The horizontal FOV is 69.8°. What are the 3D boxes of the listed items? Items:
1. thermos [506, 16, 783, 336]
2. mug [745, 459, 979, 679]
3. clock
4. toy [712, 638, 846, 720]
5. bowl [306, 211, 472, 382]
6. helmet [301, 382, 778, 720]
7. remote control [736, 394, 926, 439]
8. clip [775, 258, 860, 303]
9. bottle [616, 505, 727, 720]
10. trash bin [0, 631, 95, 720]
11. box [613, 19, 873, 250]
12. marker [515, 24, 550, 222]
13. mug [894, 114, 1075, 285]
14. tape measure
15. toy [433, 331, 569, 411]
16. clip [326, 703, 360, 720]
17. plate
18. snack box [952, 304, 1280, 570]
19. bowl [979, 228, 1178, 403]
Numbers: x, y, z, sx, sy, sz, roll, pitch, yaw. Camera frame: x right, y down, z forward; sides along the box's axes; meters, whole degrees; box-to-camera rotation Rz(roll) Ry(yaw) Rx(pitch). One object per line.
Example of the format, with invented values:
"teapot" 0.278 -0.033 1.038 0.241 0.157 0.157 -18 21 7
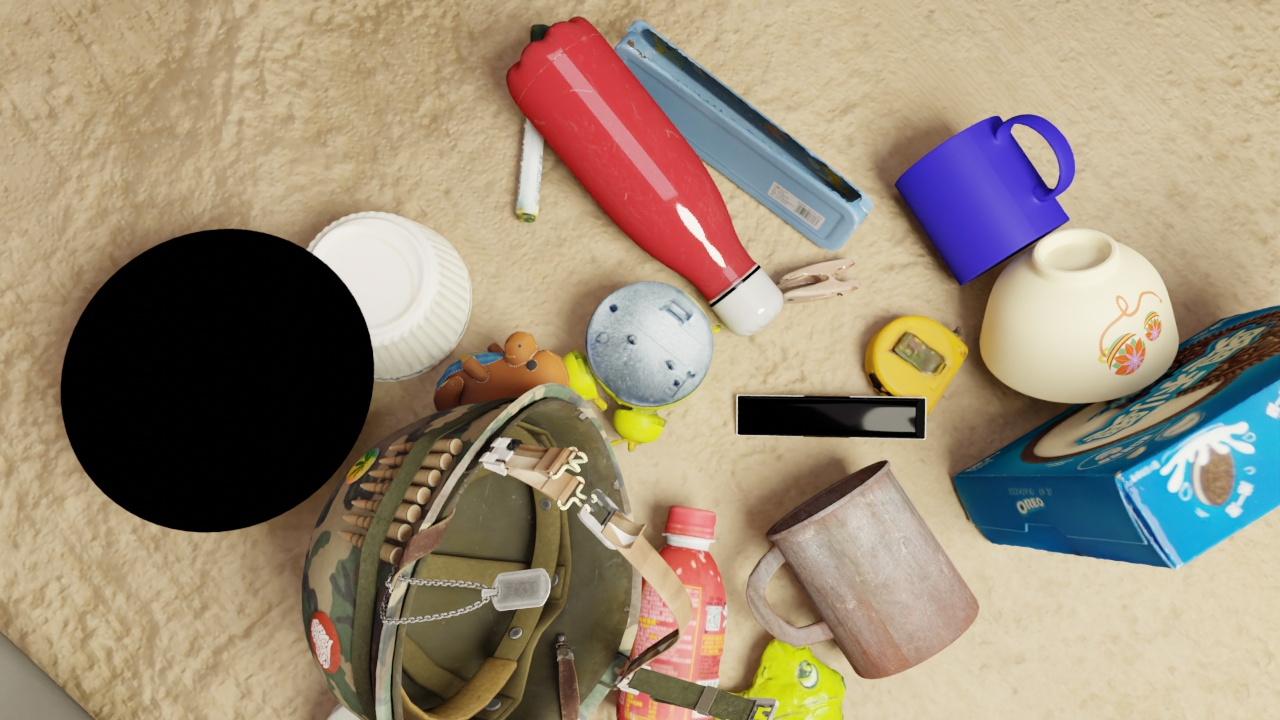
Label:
"thermos" 0.009 -0.116 0.617 0.073 0.073 0.240 -40 92 -8
"mug" 0.130 0.138 0.570 0.123 0.096 0.110 -33 78 0
"clock" -0.004 0.003 0.604 0.083 0.057 0.119 39 80 4
"toy" 0.086 0.224 0.580 0.093 0.036 0.094 -10 79 4
"bowl" -0.173 -0.047 0.604 0.115 0.062 0.115 0 80 -2
"helmet" -0.066 0.118 0.485 0.237 0.193 0.223 -10 36 19
"remote control" 0.126 0.038 0.611 0.124 0.011 0.028 0 92 10
"clip" 0.123 -0.058 0.637 0.061 0.026 0.049 20 78 0
"bottle" 0.023 0.161 0.575 0.062 0.062 0.137 10 79 0
"trash bin" -0.361 0.277 0.468 0.220 0.197 0.197 43 103 12
"box" 0.074 -0.162 0.633 0.210 0.067 0.052 37 73 4
"marker" -0.075 -0.170 0.652 0.017 0.017 0.146 3 79 -2
"mug" 0.236 -0.113 0.607 0.079 0.111 0.083 -26 81 -32
"tape measure" 0.185 -0.002 0.626 0.059 0.030 0.068 36 80 2
"toy" -0.082 0.036 0.592 0.090 0.070 0.103 -15 102 19
"clip" -0.154 0.265 0.560 0.150 0.089 0.125 -40 82 3
"plate" -0.253 0.006 0.534 0.184 0.036 0.184 0 80 -2
"snack box" 0.331 0.035 0.540 0.238 0.196 0.056 -28 85 -7
"bowl" 0.276 -0.040 0.582 0.118 0.074 0.117 -14 39 11
